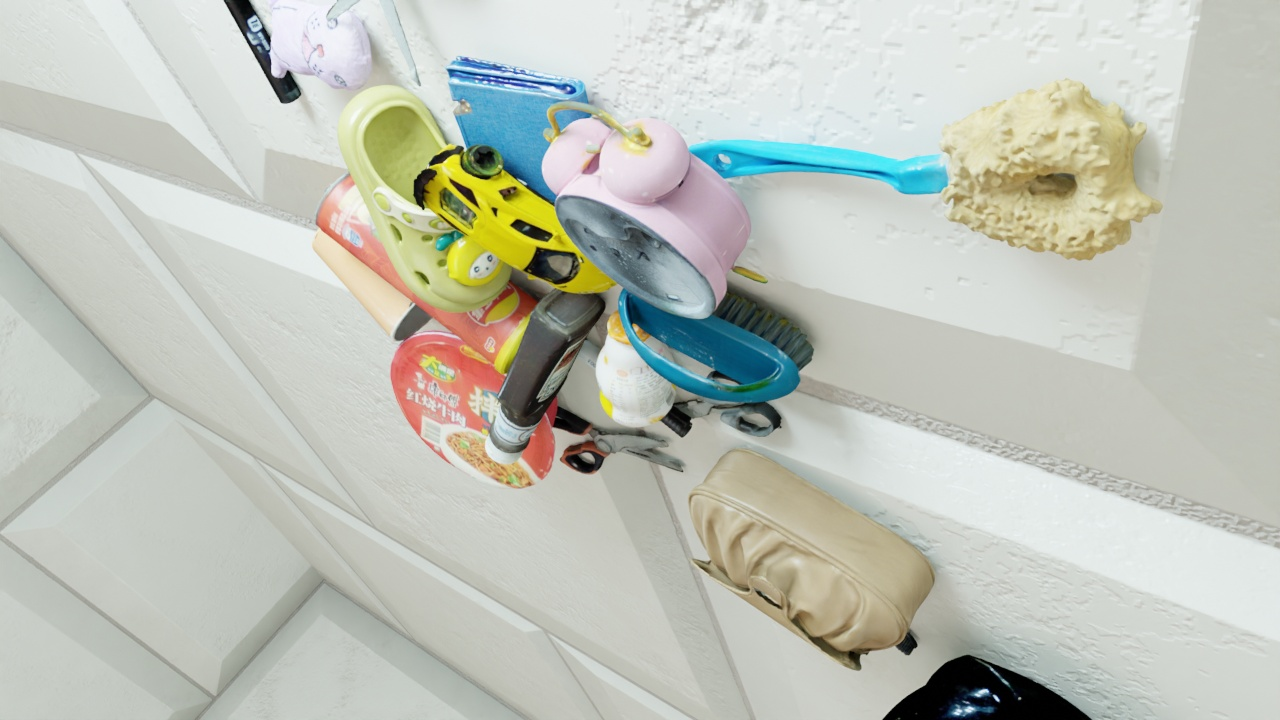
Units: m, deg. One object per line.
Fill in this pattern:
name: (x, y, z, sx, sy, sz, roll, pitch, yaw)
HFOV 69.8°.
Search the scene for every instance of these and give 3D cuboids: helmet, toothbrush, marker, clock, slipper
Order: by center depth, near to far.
clock: (0.000, -0.094, 0.552, 0.117, 0.059, 0.158, 18, 159, 51)
slipper: (-0.157, -0.116, 0.699, 0.082, 0.091, 0.190, 24, 146, 54)
helmet: (0.299, 0.379, 0.731, 0.274, 0.229, 0.234, 31, 161, -4)
marker: (-0.319, -0.272, 0.751, 0.022, 0.020, 0.132, 38, 157, 42)
marker: (-0.009, 0.020, 0.791, 0.131, 0.018, 0.023, 38, 129, 14)
toothbrush: (0.183, 0.202, 0.836, 0.189, 0.017, 0.014, 43, 150, -4)

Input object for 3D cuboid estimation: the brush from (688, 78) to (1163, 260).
brush: (0.122, -0.097, 0.460, 0.255, 0.045, 0.083, 15, 148, 45)

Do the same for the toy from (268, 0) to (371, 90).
toy: (-0.240, -0.240, 0.683, 0.108, 0.038, 0.084, 26, 128, 27)

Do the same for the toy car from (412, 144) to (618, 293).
toy car: (-0.081, -0.091, 0.631, 0.156, 0.041, 0.071, 31, 151, -11)

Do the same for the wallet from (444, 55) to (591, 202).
wallet: (-0.073, -0.139, 0.627, 0.106, 0.040, 0.133, 17, 146, 22)

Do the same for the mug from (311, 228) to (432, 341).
mug: (-0.253, -0.087, 0.888, 0.123, 0.078, 0.078, 43, 152, 5)

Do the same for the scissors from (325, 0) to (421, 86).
scissors: (-0.164, -0.255, 0.581, 0.163, 0.012, 0.173, 11, 134, 34)

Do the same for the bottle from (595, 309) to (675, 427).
bottle: (-0.004, 0.004, 0.724, 0.063, 0.063, 0.108, 28, 150, 22)

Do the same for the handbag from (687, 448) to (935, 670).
handbag: (0.129, 0.170, 0.765, 0.204, 0.099, 0.148, 29, 146, 24)

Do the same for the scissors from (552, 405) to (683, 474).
scissors: (-0.044, 0.087, 0.945, 0.196, 0.015, 0.216, 35, 151, 9)

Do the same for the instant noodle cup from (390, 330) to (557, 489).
instant noodle cup: (-0.155, 0.037, 0.921, 0.194, 0.065, 0.194, 17, 132, 20)

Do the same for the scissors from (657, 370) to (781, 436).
scissors: (0.044, 0.033, 0.767, 0.175, 0.014, 0.137, 23, 149, 34)

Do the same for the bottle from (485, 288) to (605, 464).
bottle: (-0.091, 0.020, 0.784, 0.044, 0.079, 0.195, 37, 132, 7)

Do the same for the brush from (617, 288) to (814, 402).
brush: (0.043, -0.013, 0.632, 0.144, 0.073, 0.055, 27, 154, 22)

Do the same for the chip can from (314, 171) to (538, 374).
chip can: (-0.182, -0.080, 0.809, 0.216, 0.073, 0.073, 38, 152, 6)
